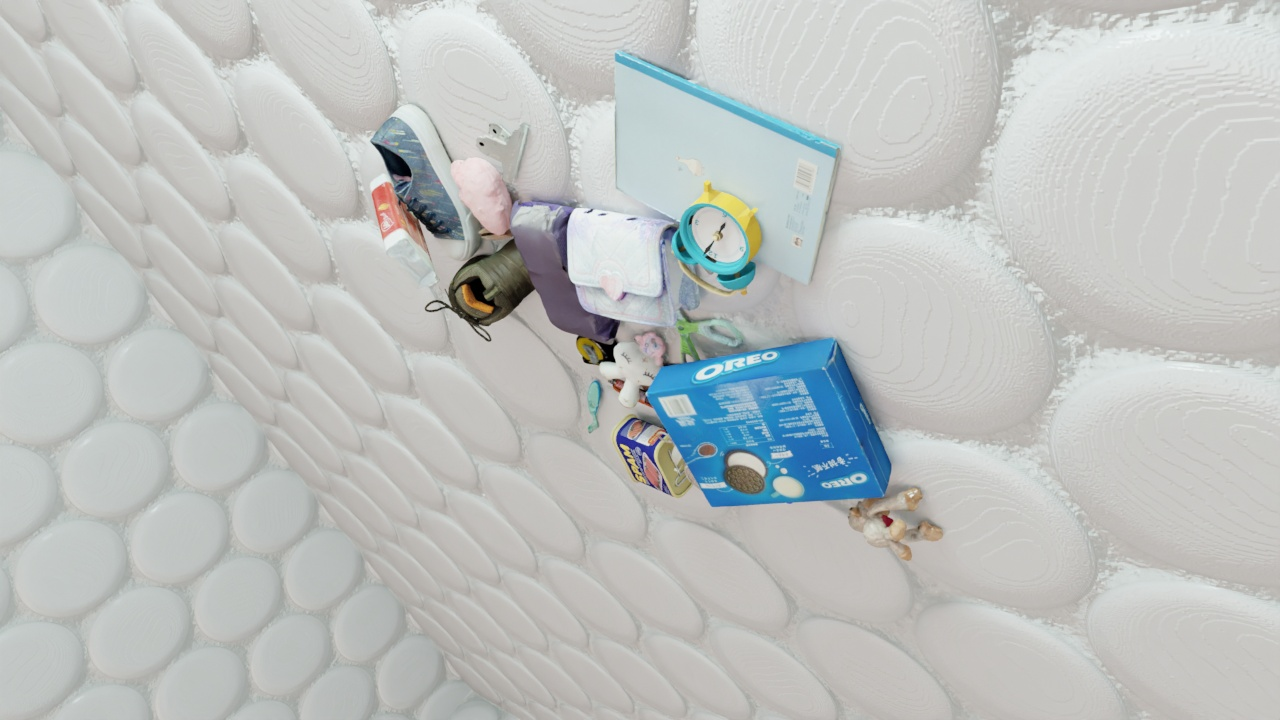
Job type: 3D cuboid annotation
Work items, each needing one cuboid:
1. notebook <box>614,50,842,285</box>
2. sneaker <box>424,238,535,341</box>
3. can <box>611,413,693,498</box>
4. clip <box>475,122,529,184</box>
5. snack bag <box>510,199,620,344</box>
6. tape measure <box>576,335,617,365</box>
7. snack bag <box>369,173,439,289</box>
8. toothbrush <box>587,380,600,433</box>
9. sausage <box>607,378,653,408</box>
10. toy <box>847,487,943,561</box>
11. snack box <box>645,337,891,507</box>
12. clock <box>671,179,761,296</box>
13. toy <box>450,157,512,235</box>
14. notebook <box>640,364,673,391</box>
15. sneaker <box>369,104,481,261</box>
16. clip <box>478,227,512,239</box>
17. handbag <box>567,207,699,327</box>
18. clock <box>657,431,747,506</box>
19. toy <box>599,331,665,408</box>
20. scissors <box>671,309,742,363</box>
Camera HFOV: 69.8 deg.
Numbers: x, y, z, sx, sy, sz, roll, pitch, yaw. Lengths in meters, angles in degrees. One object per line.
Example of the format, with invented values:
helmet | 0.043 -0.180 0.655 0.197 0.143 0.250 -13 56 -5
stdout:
notebook | 0.076 -0.193 0.933 0.253 0.009 0.181 30 148 21
sneaker | -0.229 -0.081 1.288 0.101 0.142 0.239 51 149 -14
can | 0.021 0.142 1.347 0.092 0.056 0.116 17 143 44
clip | -0.171 -0.257 1.112 0.055 0.045 0.102 29 148 -1
snack bag | -0.098 -0.109 1.186 0.096 0.058 0.205 14 138 38
tape measure | -0.062 -0.018 1.279 0.062 0.034 0.061 8 133 42
snack bag | -0.329 -0.181 1.264 0.077 0.041 0.225 55 -176 -39
toothbrush | -0.073 0.073 1.419 0.022 0.017 0.135 35 149 19
sausage | 0.017 0.056 1.275 0.155 0.020 0.020 22 143 30
toy | 0.299 0.197 1.114 0.106 0.074 0.085 4 145 52
snack box | 0.151 0.082 1.083 0.239 0.056 0.195 -10 123 34
clock | 0.081 -0.123 0.965 0.099 0.043 0.130 33 142 16
toy | -0.209 -0.219 1.191 0.105 0.053 0.108 32 152 40
notebook | 0.090 0.061 1.227 0.210 0.008 0.141 -2 128 49
sneaker | -0.290 -0.223 1.244 0.087 0.079 0.236 18 141 36
clip | -0.196 -0.180 1.245 0.059 0.026 0.052 32 146 15
handbag | -0.016 -0.111 1.079 0.159 0.069 0.126 15 131 41
clock | 0.090 0.142 1.257 0.157 0.061 0.104 29 152 5
toy | -0.007 0.007 1.224 0.079 0.037 0.123 43 128 4
scissors | 0.056 -0.043 1.133 0.173 0.023 0.171 5 129 48
